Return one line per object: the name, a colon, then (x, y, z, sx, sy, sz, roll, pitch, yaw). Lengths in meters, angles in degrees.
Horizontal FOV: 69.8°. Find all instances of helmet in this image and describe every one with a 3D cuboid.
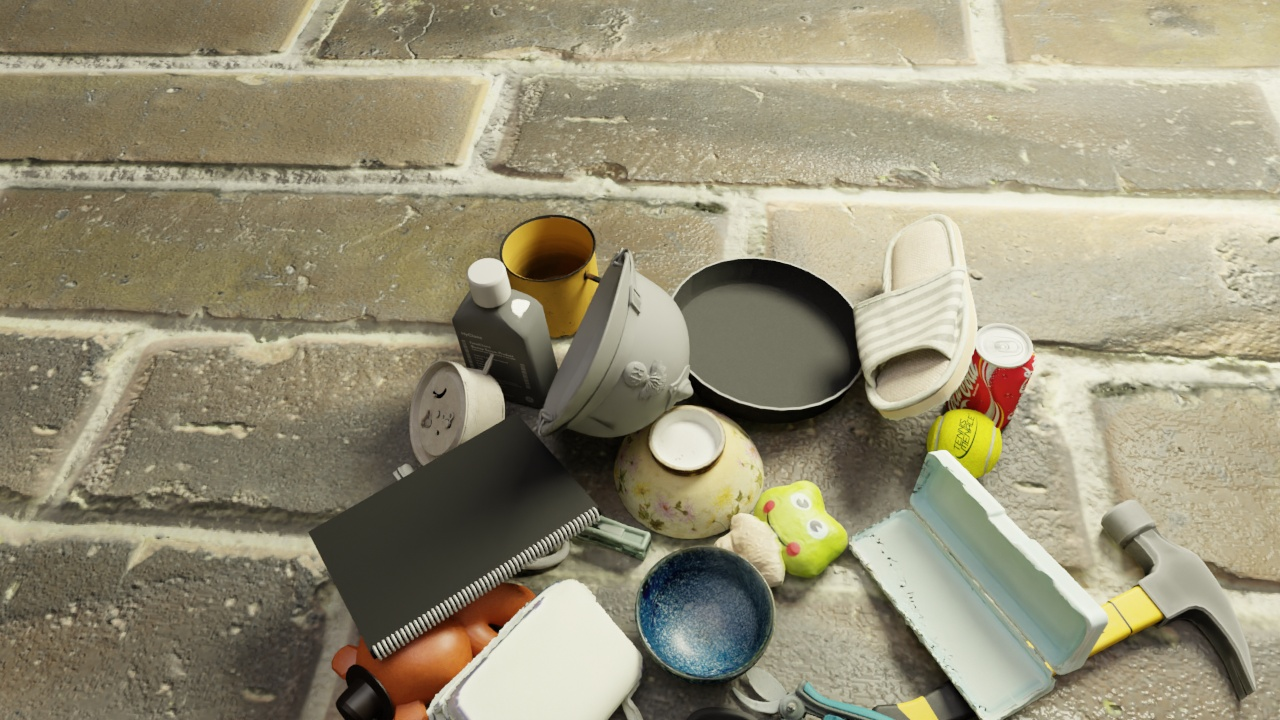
helmet: (-0.005, 0.004, 0.835, 0.117, 0.271, 0.183, 25, 94, -9)

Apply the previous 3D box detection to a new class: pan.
pan: (0.201, -0.020, 0.945, 0.355, 0.044, 0.203, 2, 51, -5)

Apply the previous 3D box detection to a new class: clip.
clip: (-0.027, 0.159, 0.838, 0.076, 0.043, 0.023, 17, 54, 15)

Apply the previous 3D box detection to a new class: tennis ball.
tennis ball: (0.299, 0.077, 0.849, 0.065, 0.065, 0.065, -2, 52, 3)

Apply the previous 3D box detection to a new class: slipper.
slipper: (0.265, -0.056, 0.890, 0.115, 0.054, 0.271, -20, 34, 36)

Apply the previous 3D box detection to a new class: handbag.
handbag: (-0.058, 0.282, 0.713, 0.176, 0.074, 0.150, 46, 52, 3)

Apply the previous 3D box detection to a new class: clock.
clock: (-0.173, 0.075, 0.884, 0.104, 0.061, 0.156, -11, 74, 47)

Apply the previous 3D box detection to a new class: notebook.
notebook: (-0.157, 0.138, 0.769, 0.206, 0.016, 0.149, -30, 46, -19)

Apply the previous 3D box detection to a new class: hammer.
hammer: (0.332, 0.243, 0.743, 0.324, 0.034, 0.169, -21, 55, -10)

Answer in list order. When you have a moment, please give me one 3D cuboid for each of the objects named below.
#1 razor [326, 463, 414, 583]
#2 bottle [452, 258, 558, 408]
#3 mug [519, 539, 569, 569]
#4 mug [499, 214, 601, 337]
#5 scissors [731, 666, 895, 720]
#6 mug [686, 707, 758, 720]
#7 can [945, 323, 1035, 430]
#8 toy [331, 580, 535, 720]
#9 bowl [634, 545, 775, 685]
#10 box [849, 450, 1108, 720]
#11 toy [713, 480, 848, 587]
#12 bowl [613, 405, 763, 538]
razor: (-0.236, 0.163, 0.845, 0.116, 0.047, 0.088, -38, 58, -14)
bottle: (-0.135, -0.028, 0.897, 0.084, 0.174, 0.046, 14, 54, 14)
mug: (-0.113, 0.144, 0.839, 0.089, 0.071, 0.107, -26, 82, -10)
mug: (-0.084, -0.084, 0.988, 0.124, 0.094, 0.100, 24, 56, 23)
scissors: (0.146, 0.289, 0.715, 0.156, 0.019, 0.124, -17, 56, 14)
mug: (0.061, 0.309, 0.689, 0.088, 0.078, 0.113, 5, 26, 9)
can: (0.330, 0.018, 0.868, 0.064, 0.105, 0.064, -2, 52, 3)
toy: (-0.173, 0.226, 0.755, 0.112, 0.096, 0.175, 34, 42, 26)
bowl: (0.053, 0.218, 0.763, 0.114, 0.061, 0.114, -1, 54, 2)
box: (0.266, 0.177, 0.746, 0.126, 0.074, 0.197, -39, 42, 5)
toy: (0.120, 0.158, 0.816, 0.117, 0.043, 0.092, -22, 55, -10)
bowl: (0.045, 0.089, 0.863, 0.145, 0.063, 0.145, -2, 52, 2)
